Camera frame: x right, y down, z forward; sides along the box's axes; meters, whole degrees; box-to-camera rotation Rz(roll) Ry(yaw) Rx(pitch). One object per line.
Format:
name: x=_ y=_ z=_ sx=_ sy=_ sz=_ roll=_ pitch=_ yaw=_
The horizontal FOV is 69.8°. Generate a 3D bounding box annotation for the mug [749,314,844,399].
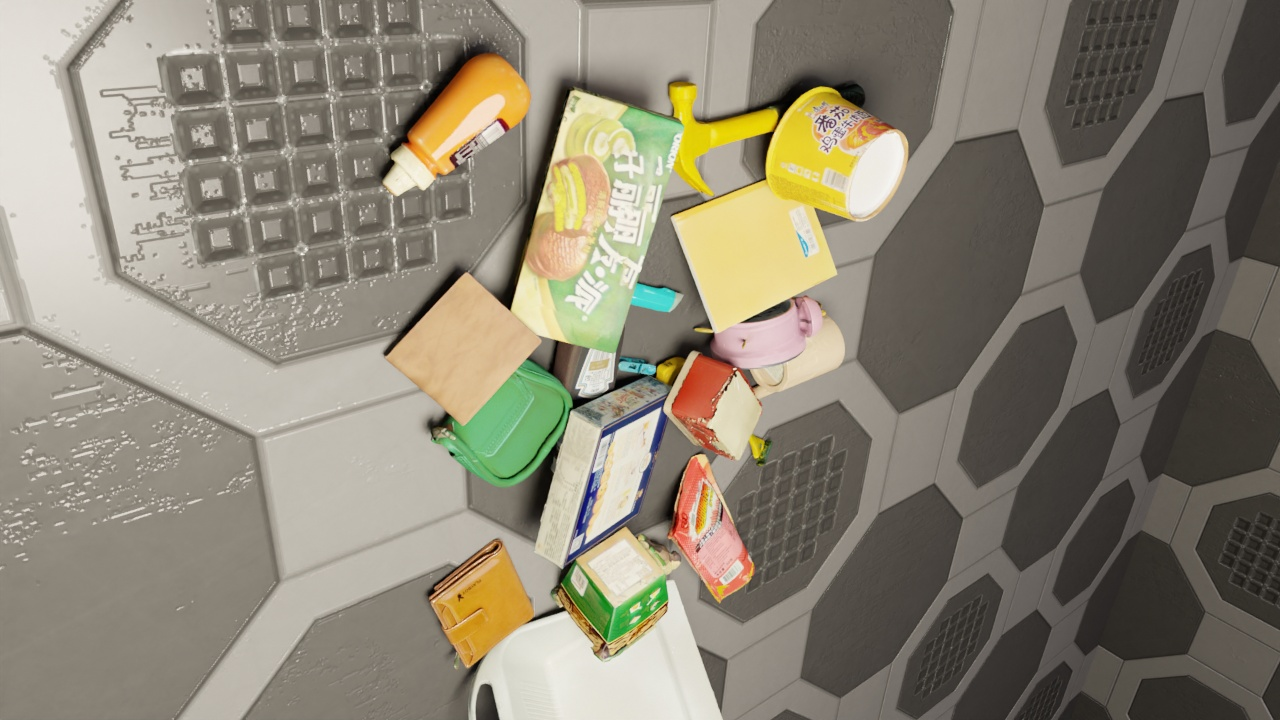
mug: x=0.200 y=0.001 z=1.235 sx=0.103 sy=0.084 sz=0.125 roll=-21 pitch=152 yaw=-31

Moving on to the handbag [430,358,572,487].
handbag: x=-0.144 y=0.057 z=0.951 sx=0.131 sy=0.068 sz=0.120 roll=-56 pitch=136 yaw=-3

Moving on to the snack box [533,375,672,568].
snack box: x=-0.038 y=0.123 z=1.054 sx=0.182 sy=0.046 sz=0.178 roll=-23 pitch=133 yaw=-60

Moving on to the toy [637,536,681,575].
toy: x=-0.004 y=0.314 z=1.237 sx=0.105 sy=0.066 sz=0.157 roll=26 pitch=101 yaw=-5

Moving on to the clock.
clock: x=0.157 y=-0.046 z=1.134 sx=0.158 sy=0.117 sz=0.060 roll=-23 pitch=116 yaw=-30

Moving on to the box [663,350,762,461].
box: x=0.099 y=0.064 z=1.127 sx=0.091 sy=0.080 sz=0.168 roll=-63 pitch=155 yaw=-11

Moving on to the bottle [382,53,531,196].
bottle: x=-0.165 y=-0.198 z=0.797 sx=0.149 sy=0.067 sz=0.067 roll=-44 pitch=136 yaw=-4

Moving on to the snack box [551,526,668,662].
snack box: x=-0.032 y=0.275 z=1.120 sx=0.117 sy=0.118 sz=0.106 roll=-30 pitch=150 yaw=-28

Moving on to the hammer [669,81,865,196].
hammer: x=0.149 y=-0.276 z=1.054 sx=0.299 sy=0.033 sz=0.129 roll=-23 pitch=127 yaw=-31

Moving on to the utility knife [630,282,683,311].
utility knife: x=-0.009 y=-0.078 z=1.039 sx=0.151 sy=0.013 sz=0.029 roll=11 pitch=102 yaw=-43

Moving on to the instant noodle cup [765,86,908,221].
instant noodle cup: x=0.230 y=-0.230 z=1.050 sx=0.137 sy=0.110 sz=0.138 roll=-28 pitch=137 yaw=-31

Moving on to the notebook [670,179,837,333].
notebook: x=0.141 y=-0.135 z=1.094 sx=0.205 sy=0.010 sz=0.146 roll=-26 pitch=99 yaw=-30

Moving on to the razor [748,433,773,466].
razor: x=0.156 y=0.092 z=1.272 sx=0.043 sy=0.028 sz=0.133 roll=-61 pitch=146 yaw=-32

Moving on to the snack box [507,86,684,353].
snack box: x=-0.048 y=-0.135 z=0.900 sx=0.114 sy=0.063 sz=0.240 roll=15 pitch=105 yaw=-12

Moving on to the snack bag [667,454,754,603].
snack bag: x=0.094 y=0.238 z=1.267 sx=0.208 sy=0.073 sz=0.128 roll=60 pitch=44 yaw=-41

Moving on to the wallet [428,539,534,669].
wallet: x=-0.190 y=0.289 z=1.071 sx=0.118 sy=0.035 sz=0.131 roll=-39 pitch=133 yaw=-28

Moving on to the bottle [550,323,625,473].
bottle: x=-0.067 y=0.041 z=1.031 sx=0.079 sy=0.044 sz=0.195 roll=-10 pitch=120 yaw=-43

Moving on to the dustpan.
dustpan: x=-0.063 y=0.399 z=1.102 sx=0.258 sy=0.222 sz=0.142 roll=-28 pitch=147 yaw=10

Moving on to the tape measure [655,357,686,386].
tape measure: x=0.042 y=0.024 z=1.130 sx=0.057 sy=0.029 sz=0.060 roll=-23 pitch=127 yaw=-31

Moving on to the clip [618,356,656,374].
clip: x=-0.008 y=0.005 z=1.081 sx=0.057 sy=0.047 sz=0.014 roll=9 pitch=107 yaw=-42

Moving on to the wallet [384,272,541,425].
wallet: x=-0.168 y=-0.010 z=0.879 sx=0.101 sy=0.020 sz=0.115 roll=44 pitch=91 yaw=-14
